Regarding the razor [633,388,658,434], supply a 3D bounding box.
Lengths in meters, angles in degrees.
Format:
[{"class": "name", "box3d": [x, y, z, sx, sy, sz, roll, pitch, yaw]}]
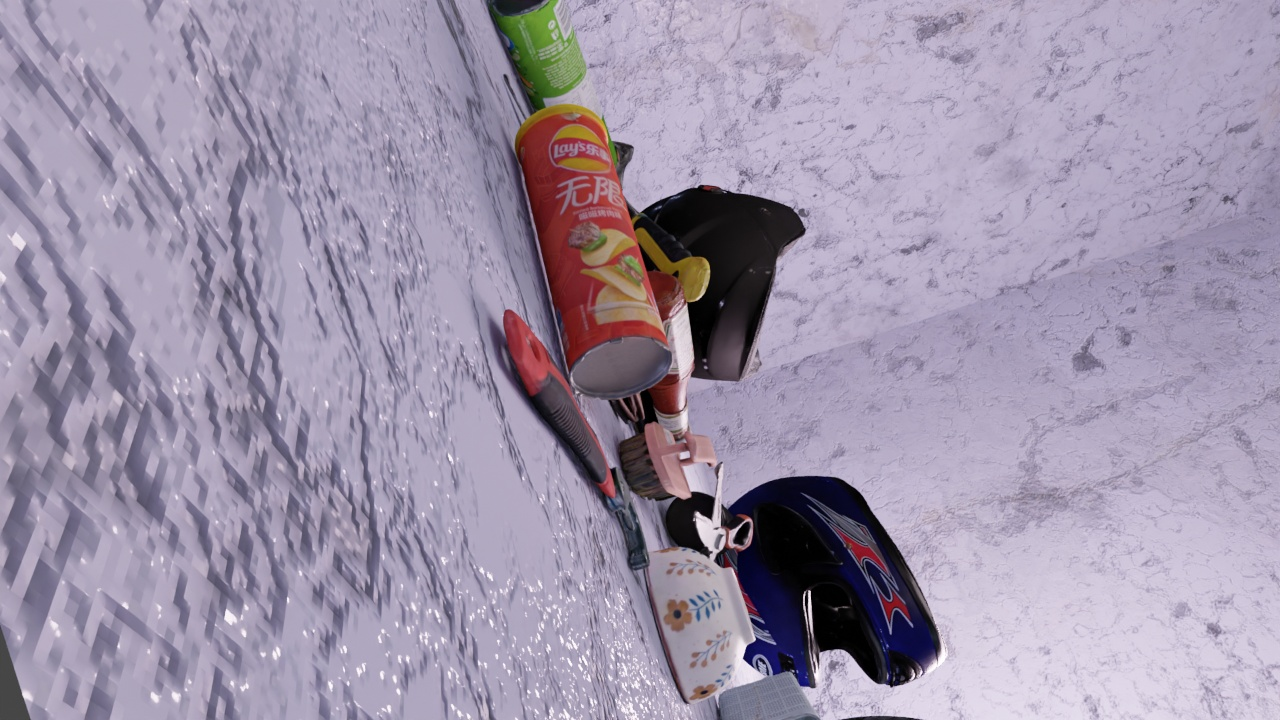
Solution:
[{"class": "razor", "box3d": [-0.006, 0.006, 0.948, 0.068, 0.062, 0.167, 17, -54, 55]}]

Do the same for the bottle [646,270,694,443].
[{"class": "bottle", "box3d": [0.023, 0.008, 0.878, 0.059, 0.060, 0.206, -104, -177, -47]}]

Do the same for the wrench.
[{"class": "wrench", "box3d": [-0.030, 0.053, 0.515, 0.274, 0.016, 0.056, 68, 4, -56]}]

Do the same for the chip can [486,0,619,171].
[{"class": "chip can", "box3d": [-0.083, -0.280, 0.939, 0.236, 0.072, 0.072, 67, 6, -55]}]

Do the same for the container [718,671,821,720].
[{"class": "container", "box3d": [0.124, 0.352, 0.847, 0.111, 0.090, 0.090, -95, 168, -86]}]

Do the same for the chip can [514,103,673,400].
[{"class": "chip can", "box3d": [-0.036, -0.080, 0.641, 0.073, 0.073, 0.216, 66, 7, -59]}]

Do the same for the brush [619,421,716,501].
[{"class": "brush", "box3d": [0.025, 0.084, 0.780, 0.145, 0.073, 0.063, 52, 21, -76]}]

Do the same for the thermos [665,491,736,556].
[{"class": "thermos", "box3d": [0.067, 0.198, 1.043, 0.242, 0.068, 0.090, 52, 52, -75]}]

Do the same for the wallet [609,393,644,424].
[{"class": "wallet", "box3d": [-0.027, -0.015, 0.825, 0.101, 0.032, 0.124, 73, 1, -56]}]

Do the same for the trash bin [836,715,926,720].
[{"class": "trash bin", "box3d": [0.168, 0.379, 0.579, 0.226, 0.226, 0.195, -99, -177, -70]}]

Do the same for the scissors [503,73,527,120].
[{"class": "scissors", "box3d": [-0.066, -0.159, 0.854, 0.229, 0.022, 0.221, 61, 1, -10]}]

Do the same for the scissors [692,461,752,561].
[{"class": "scissors", "box3d": [0.077, 0.186, 0.901, 0.226, 0.015, 0.189, 7, 99, -66]}]

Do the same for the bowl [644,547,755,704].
[{"class": "bowl", "box3d": [0.048, 0.189, 0.682, 0.113, 0.062, 0.113, -15, 86, -88]}]

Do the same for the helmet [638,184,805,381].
[{"class": "helmet", "box3d": [0.067, -0.101, 1.156, 0.274, 0.230, 0.234, -117, -145, -52]}]

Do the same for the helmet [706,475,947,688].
[{"class": "helmet", "box3d": [0.217, 0.310, 1.216, 0.315, 0.240, 0.247, 60, -6, 41]}]

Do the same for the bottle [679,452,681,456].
[{"class": "bottle", "box3d": [0.025, 0.059, 1.066, 0.066, 0.067, 0.150, -101, 180, -63]}]

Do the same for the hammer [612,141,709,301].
[{"class": "hammer", "box3d": [0.004, -0.136, 0.977, 0.323, 0.032, 0.126, -123, -136, -59]}]
